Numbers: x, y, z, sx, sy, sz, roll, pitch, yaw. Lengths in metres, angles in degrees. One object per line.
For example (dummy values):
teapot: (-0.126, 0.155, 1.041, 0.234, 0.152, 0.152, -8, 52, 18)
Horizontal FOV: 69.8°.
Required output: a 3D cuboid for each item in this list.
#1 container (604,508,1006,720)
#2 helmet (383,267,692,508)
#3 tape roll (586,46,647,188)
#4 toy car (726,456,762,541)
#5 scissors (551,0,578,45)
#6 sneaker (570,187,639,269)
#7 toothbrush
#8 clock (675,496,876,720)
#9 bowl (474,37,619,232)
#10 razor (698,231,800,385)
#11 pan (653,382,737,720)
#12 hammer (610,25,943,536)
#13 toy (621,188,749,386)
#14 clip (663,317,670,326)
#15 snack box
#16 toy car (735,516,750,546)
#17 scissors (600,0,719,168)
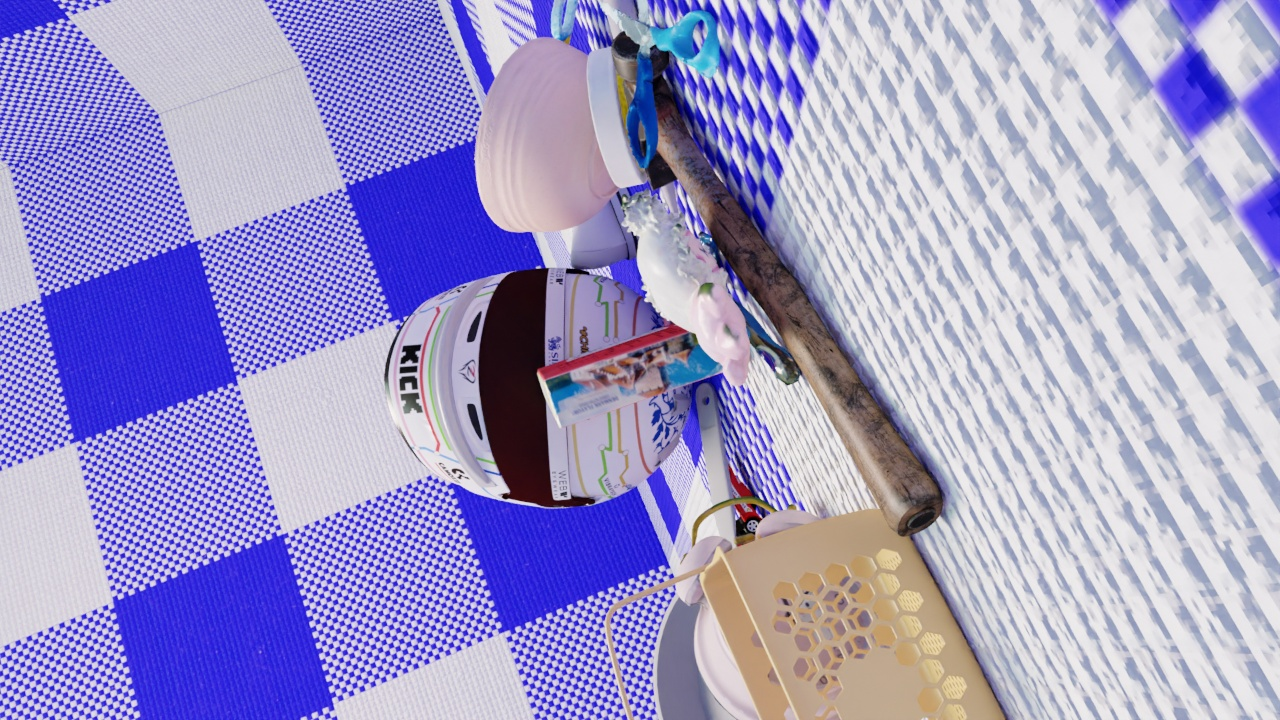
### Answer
container: (0.082, 0.184, 0.470, 0.129, 0.167, 0.183, 85, 163, -70)
helmet: (-0.069, 0.026, 0.893, 0.314, 0.236, 0.231, 28, -121, -74)
tape roll: (-0.014, -0.167, 0.634, 0.094, 0.019, 0.094, -9, -91, -78)
toy car: (0.093, 0.131, 0.846, 0.089, 0.025, 0.038, 56, 178, 25)
scissors: (-0.062, -0.241, 0.744, 0.125, 0.014, 0.130, -37, -43, -62)
sneaker: (-0.084, -0.197, 0.921, 0.091, 0.097, 0.245, 100, 147, -79)
toothbrush: (0.008, -0.156, 0.625, 0.018, 0.019, 0.188, 49, 160, 55)
clock: (0.088, 0.159, 0.598, 0.059, 0.116, 0.157, 94, 155, -52)
bowl: (-0.053, -0.166, 0.710, 0.076, 0.152, 0.153, 19, 151, 21)
razor: (0.064, -0.031, 0.584, 0.140, 0.018, 0.044, -118, 10, -48)
pan: (0.084, 0.192, 0.791, 0.050, 0.201, 0.356, 16, -118, -42)
hammer: (0.064, -0.046, 0.499, 0.120, 0.033, 0.330, 70, 175, -55)
toy: (0.031, -0.035, 0.491, 0.109, 0.041, 0.096, 56, 174, 33)
clip: (0.035, -0.042, 0.810, 0.023, 0.045, 0.060, -179, 100, -81)
snack box: (-0.004, 0.004, 0.704, 0.142, 0.145, 0.040, -165, 56, -82)
toy car: (0.095, 0.181, 0.881, 0.036, 0.042, 0.091, 45, -166, -1)
scissors: (0.000, -0.164, 0.499, 0.129, 0.014, 0.119, 52, 136, 41)
